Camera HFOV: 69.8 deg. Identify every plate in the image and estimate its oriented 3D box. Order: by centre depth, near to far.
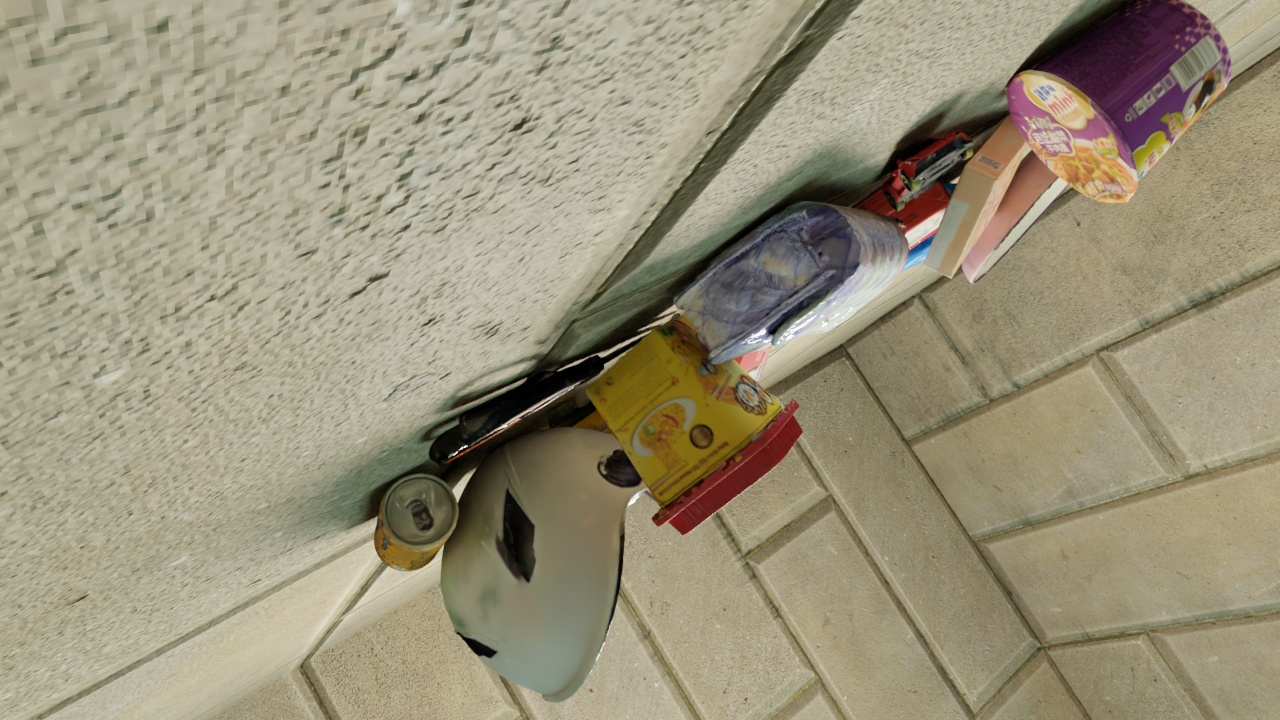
[{"bbox_3d":[0.365,-0.158,0.864,0.192,0.039,0.193,-42,164,-15],"label":"plate"}]

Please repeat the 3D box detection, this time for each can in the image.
[{"bbox_3d":[-0.182,0.132,0.736,0.058,0.058,0.146,-29,172,-25],"label":"can"}]

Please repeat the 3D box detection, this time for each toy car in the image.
[{"bbox_3d":[0.198,-0.135,0.640,0.049,0.031,0.106,-33,176,5],"label":"toy car"}]

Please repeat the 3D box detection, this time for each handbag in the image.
[{"bbox_3d":[0.116,-0.057,0.655,0.134,0.075,0.193,-36,172,26],"label":"handbag"}]

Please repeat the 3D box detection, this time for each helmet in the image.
[{"bbox_3d":[-0.094,0.160,0.796,0.258,0.146,0.229,-86,-162,-69],"label":"helmet"}]

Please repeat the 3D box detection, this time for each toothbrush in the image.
[{"bbox_3d":[-0.005,0.005,0.820,0.188,0.017,0.014,-33,-175,-14],"label":"toothbrush"}]

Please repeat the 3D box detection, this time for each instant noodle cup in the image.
[{"bbox_3d":[0.322,-0.179,0.613,0.099,0.111,0.111,-41,172,1],"label":"instant noodle cup"},{"bbox_3d":[0.036,0.040,0.661,0.116,0.123,0.116,-41,175,24],"label":"instant noodle cup"}]

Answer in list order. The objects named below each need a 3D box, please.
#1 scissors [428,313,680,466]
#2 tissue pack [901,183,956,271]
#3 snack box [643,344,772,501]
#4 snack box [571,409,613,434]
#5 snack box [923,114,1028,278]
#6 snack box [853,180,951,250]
[{"bbox_3d":[-0.059,0.015,0.654,0.163,0.021,0.233,-32,179,23],"label":"scissors"},{"bbox_3d":[0.279,-0.134,0.907,0.095,0.052,0.156,-39,170,32],"label":"tissue pack"},{"bbox_3d":[0.057,0.047,0.824,0.057,0.058,0.208,-28,144,-46],"label":"snack box"},{"bbox_3d":[-0.002,0.072,1.004,0.158,0.070,0.209,-37,174,29],"label":"snack box"},{"bbox_3d":[0.268,-0.132,0.720,0.156,0.026,0.085,-40,152,-48],"label":"snack box"},{"bbox_3d":[0.210,-0.114,0.783,0.113,0.044,0.127,-36,171,21],"label":"snack box"}]
